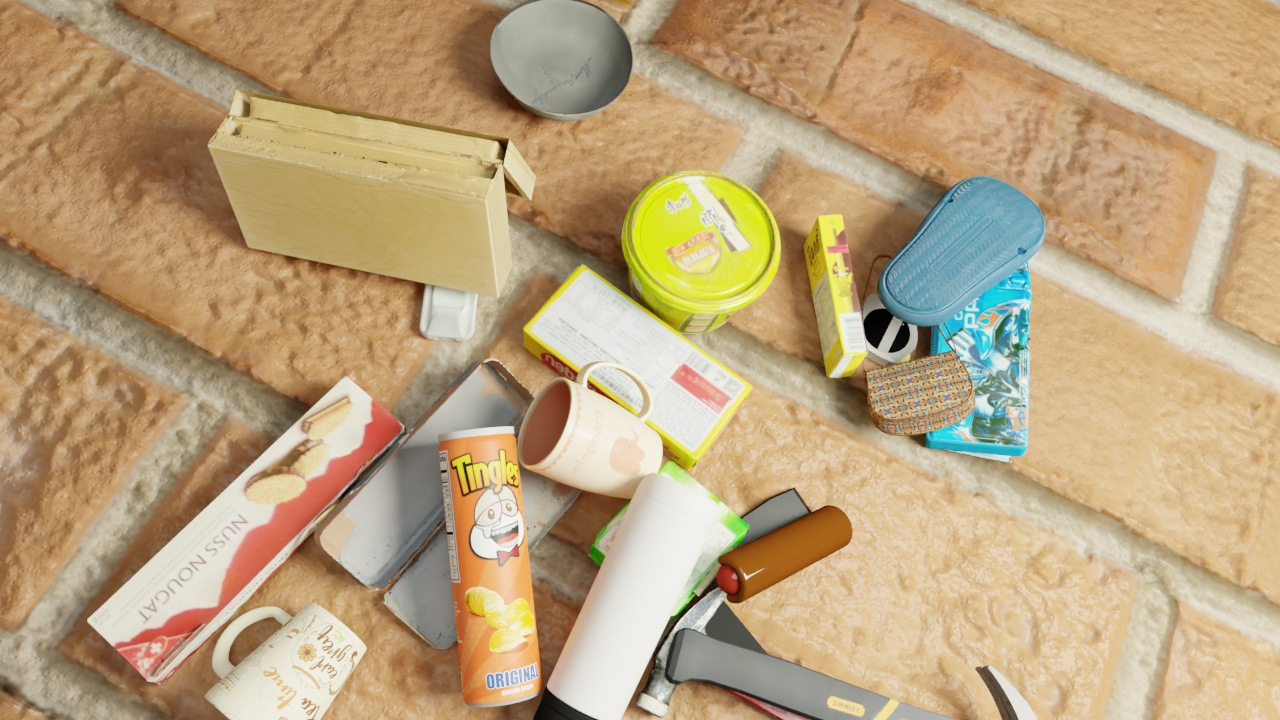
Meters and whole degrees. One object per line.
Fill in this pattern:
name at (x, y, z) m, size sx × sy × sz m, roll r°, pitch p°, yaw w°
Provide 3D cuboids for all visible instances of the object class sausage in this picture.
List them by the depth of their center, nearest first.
sausage at (0.123, 0.163, 0.780) m, size 0.155 × 0.040 × 0.040 m, roll -15°, pitch 69°, yaw -40°

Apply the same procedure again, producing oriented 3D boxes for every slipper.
slipper at (0.310, -0.100, 0.882) m, size 0.104 × 0.059 × 0.213 m, roll 37°, pitch 64°, yaw 24°

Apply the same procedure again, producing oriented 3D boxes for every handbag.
handbag at (0.250, -0.019, 0.878) m, size 0.093 × 0.043 × 0.195 m, roll -14°, pitch 56°, yaw 11°

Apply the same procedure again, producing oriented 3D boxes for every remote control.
remote control at (0.098, 0.158, 0.820) m, size 0.124 × 0.010 × 0.039 m, roll -29°, pitch 75°, yaw -17°
remote control at (-0.179, -0.083, 0.874) m, size 0.050 × 0.022 × 0.133 m, roll 4°, pitch 68°, yaw -6°

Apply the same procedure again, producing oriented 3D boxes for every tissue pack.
tissue pack at (0.026, 0.156, 0.790) m, size 0.099 × 0.034 × 0.114 m, roll 41°, pitch 78°, yaw 15°

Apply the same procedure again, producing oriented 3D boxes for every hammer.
hammer at (0.170, 0.285, 0.731) m, size 0.312 × 0.035 × 0.139 m, roll 17°, pitch 69°, yaw 0°
hammer at (0.167, 0.302, 0.759) m, size 0.326 × 0.036 × 0.140 m, roll 29°, pitch 69°, yaw 4°

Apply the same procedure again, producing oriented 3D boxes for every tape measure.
tape measure at (0.244, -0.029, 0.911) m, size 0.064 × 0.017 × 0.064 m, roll 29°, pitch 67°, yaw 5°

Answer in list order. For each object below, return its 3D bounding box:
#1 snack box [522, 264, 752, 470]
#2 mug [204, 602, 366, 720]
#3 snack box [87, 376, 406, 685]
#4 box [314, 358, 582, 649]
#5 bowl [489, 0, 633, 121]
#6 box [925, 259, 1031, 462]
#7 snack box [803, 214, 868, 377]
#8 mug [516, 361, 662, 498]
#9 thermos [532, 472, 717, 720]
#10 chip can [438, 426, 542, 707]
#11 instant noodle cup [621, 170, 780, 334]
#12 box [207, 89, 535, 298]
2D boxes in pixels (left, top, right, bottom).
snack box at (-0.005, 0.005, 0.852) m, size 0.200 × 0.042 × 0.092 m, roll 36°, pitch 69°, yaw 8°
mug at (-0.283, 0.237, 0.716) m, size 0.122 × 0.081 × 0.097 m, roll 21°, pitch 56°, yaw 30°
snack box at (-0.314, 0.133, 0.758) m, size 0.076 × 0.044 × 0.272 m, roll 39°, pitch 69°, yaw 9°
box at (-0.151, 0.118, 0.786) m, size 0.157 × 0.063 × 0.216 m, roll 40°, pitch 68°, yaw 0°
bowl at (-0.083, -0.303, 0.957) m, size 0.150 × 0.057 × 0.150 m, roll 3°, pitch 68°, yaw -6°
box at (0.335, -0.022, 0.909) m, size 0.091 × 0.066 × 0.243 m, roll 4°, pitch 66°, yaw 17°
snack box at (0.189, -0.063, 0.893) m, size 0.025 × 0.061 × 0.148 m, roll -3°, pitch 69°, yaw -6°
mug at (-0.033, 0.057, 0.776) m, size 0.104 × 0.085 × 0.111 m, roll 28°, pitch 80°, yaw -28°
thermos at (-0.002, 0.209, 0.718) m, size 0.101 × 0.068 × 0.229 m, roll 20°, pitch 79°, yaw 35°
chip can at (-0.121, 0.161, 0.735) m, size 0.062 × 0.062 × 0.210 m, roll -6°, pitch 83°, yaw -10°
instant noodle cup at (0.052, -0.096, 0.869) m, size 0.146 × 0.098 × 0.146 m, roll 2°, pitch 68°, yaw -6°
box at (-0.235, -0.163, 0.825) m, size 0.249 × 0.141 × 0.148 m, roll 11°, pitch 63°, yaw 5°
